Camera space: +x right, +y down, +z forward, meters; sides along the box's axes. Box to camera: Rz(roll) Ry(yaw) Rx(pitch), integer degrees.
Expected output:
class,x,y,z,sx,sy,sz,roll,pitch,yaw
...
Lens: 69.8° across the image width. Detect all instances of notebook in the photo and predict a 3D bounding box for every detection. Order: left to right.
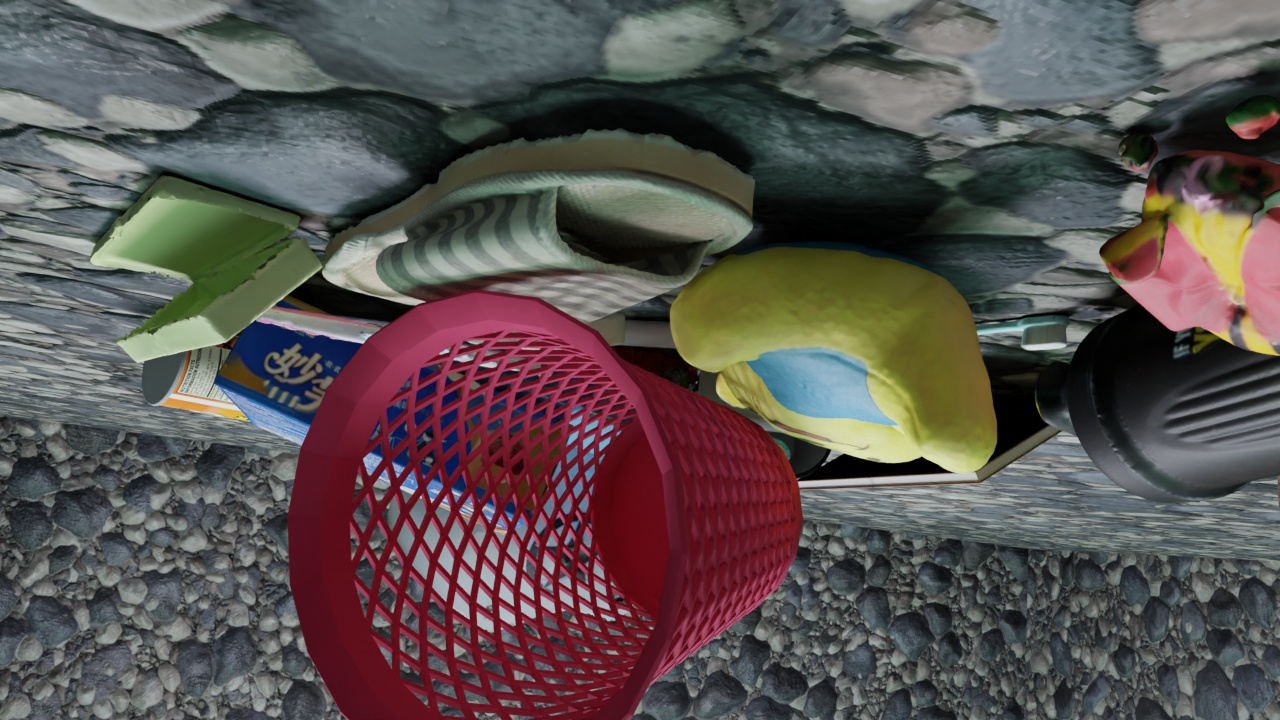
class,x,y,z,sx,sy,sz,roll,pitch,yaw
notebook,0.222,0.058,0.669,0.141,0.008,0.209,-25,-179,-23

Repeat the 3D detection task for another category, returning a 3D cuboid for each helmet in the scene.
class,x,y,z,sx,sy,sz,roll,pitch,yaw
helmet,-0.082,0.100,0.816,0.263,0.164,0.236,-1,-150,-33

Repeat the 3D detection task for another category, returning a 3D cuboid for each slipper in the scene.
class,x,y,z,sx,sy,sz,roll,pitch,yaw
slipper,-0.063,-0.045,0.412,0.114,0.054,0.273,7,173,-38

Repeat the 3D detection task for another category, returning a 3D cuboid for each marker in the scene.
class,x,y,z,sx,sy,sz,roll,pitch,yaw
marker,-0.253,-0.029,0.664,0.019,0.019,0.146,11,167,-23
marker,0.005,-0.017,0.588,0.134,0.017,0.020,4,-173,13

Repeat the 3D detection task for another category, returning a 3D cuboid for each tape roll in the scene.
class,x,y,z,sx,sy,sz,roll,pitch,yaw
tape roll,-0.055,-0.020,0.530,0.094,0.018,0.093,1,-172,0

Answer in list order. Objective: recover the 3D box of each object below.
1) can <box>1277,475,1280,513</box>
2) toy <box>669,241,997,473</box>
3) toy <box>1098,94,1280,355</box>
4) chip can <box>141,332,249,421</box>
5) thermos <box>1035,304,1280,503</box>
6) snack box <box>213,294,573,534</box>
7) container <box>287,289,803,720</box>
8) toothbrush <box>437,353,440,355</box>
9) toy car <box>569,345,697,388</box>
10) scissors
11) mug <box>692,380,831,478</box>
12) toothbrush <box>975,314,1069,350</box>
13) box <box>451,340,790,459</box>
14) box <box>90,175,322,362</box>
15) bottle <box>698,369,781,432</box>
class,x,y,z,sx,sy,sz,roll,pitch,yaw
can,0.392,0.064,0.484,0.044,0.130,0.130,4,168,11
toy,0.096,0.000,0.447,0.149,0.084,0.214,25,177,17
toy,0.189,-0.030,0.281,0.103,0.046,0.084,36,157,-15
chip can,-0.313,0.023,0.811,0.075,0.075,0.214,-4,165,41
thermos,0.264,0.003,0.366,0.098,0.098,0.221,8,164,-9
snack box,-0.162,0.044,0.618,0.202,0.069,0.155,25,161,-7
container,-0.016,0.077,0.443,0.183,0.183,0.225,0,174,28
toothbrush,-0.139,-0.013,0.693,0.016,0.016,0.190,18,165,-39
toy car,-0.004,0.004,0.640,0.091,0.036,0.042,15,168,-16
scissors,-0.121,-0.009,0.506,0.171,0.013,0.172,10,177,16
mug,0.093,0.052,0.759,0.113,0.078,0.088,35,166,-2
toothbrush,0.158,-0.011,0.540,0.181,0.016,0.016,-4,166,45
box,-0.012,0.054,0.655,0.232,0.047,0.177,19,167,10
box,-0.244,-0.045,0.509,0.077,0.090,0.188,-25,-170,-39
bottle,0.140,0.028,0.643,0.195,0.052,0.052,4,168,9
